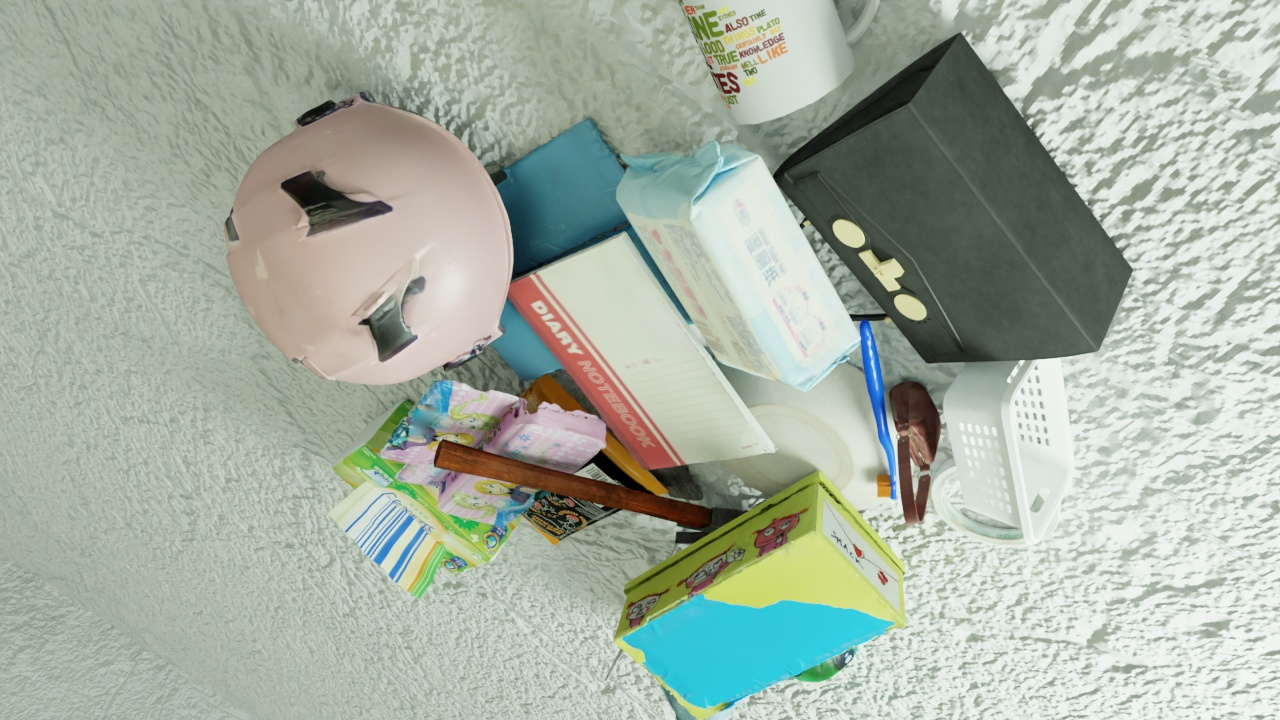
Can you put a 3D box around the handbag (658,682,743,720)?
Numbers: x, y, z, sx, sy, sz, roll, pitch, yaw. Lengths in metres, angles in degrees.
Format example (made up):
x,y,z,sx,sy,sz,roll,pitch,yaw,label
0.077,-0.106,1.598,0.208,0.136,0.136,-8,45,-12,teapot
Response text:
x,y,z,sx,sy,sz,roll,pitch,yaw,label
0.060,0.292,0.948,0.119,0.121,0.192,27,144,42,handbag

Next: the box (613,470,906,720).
x,y,z,sx,sy,sz,roll,pitch,yaw,label
0.095,0.201,0.765,0.124,0.080,0.222,45,121,-13,box

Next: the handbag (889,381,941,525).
x,y,z,sx,sy,sz,roll,pitch,yaw,label
0.190,0.069,0.636,0.029,0.119,0.055,-19,118,29,handbag

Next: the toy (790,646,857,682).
x,y,z,sx,sy,sz,roll,pitch,yaw,label
0.164,0.251,0.875,0.130,0.072,0.194,-9,133,-5,toy

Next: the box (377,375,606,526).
x,y,z,sx,sy,sz,roll,pitch,yaw,label
-0.151,0.090,0.849,0.159,0.035,0.231,19,145,-23,box

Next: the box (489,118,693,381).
x,y,z,sx,sy,sz,roll,pitch,yaw,label
-0.071,-0.075,0.737,0.232,0.033,0.174,-19,117,44,box

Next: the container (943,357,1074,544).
x,y,z,sx,sy,sz,roll,pitch,yaw,label
0.246,0.050,0.615,0.050,0.080,0.129,9,133,43,container

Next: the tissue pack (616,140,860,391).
x,y,z,sx,sy,sz,roll,pitch,yaw,label
0.062,-0.067,0.608,0.182,0.070,0.112,57,166,-24,tissue pack

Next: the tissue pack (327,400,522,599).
x,y,z,sx,sy,sz,roll,pitch,yaw,label
-0.249,0.165,1.004,0.197,0.141,0.121,42,139,-9,tissue pack

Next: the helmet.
x,y,z,sx,sy,sz,roll,pitch,yaw,label
-0.224,-0.083,0.721,0.256,0.152,0.230,-7,111,40,helmet

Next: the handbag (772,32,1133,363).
x,y,z,sx,sy,sz,roll,pitch,yaw,label
0.161,-0.072,0.578,0.176,0.072,0.196,47,149,-14,handbag

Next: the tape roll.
x,y,z,sx,sy,sz,roll,pitch,yaw,label
0.271,0.107,0.703,0.093,0.013,0.093,19,138,18,tape roll

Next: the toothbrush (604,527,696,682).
x,y,z,sx,sy,sz,roll,pitch,yaw,label
0.013,0.221,0.856,0.010,0.181,0.010,43,145,-16,toothbrush

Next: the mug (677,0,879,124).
x,y,z,sx,sy,sz,roll,pitch,yaw,label
0.079,-0.194,0.498,0.105,0.073,0.089,-22,118,16,mug

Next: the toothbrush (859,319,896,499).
x,y,z,sx,sy,sz,roll,pitch,yaw,label
0.171,0.041,0.667,0.018,0.016,0.183,-7,130,16,toothbrush

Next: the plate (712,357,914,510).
x,y,z,sx,sy,sz,roll,pitch,yaw,label
0.125,0.066,0.748,0.189,0.027,0.189,18,137,18,plate

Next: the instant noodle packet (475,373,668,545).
x,y,z,sx,sy,sz,roll,pitch,yaw,label
-0.092,0.108,0.928,0.160,0.032,0.221,45,139,-9,instant noodle packet

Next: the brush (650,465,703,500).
x,y,z,sx,sy,sz,roll,pitch,yaw,label
0.008,0.075,0.845,0.039,0.012,0.151,-11,123,40,brush

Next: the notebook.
x,y,z,sx,sy,sz,roll,pitch,yaw,label
-0.004,0.004,0.726,0.153,0.012,0.209,-16,118,46,notebook

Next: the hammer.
x,y,z,sx,sy,sz,roll,pitch,yaw,label
-0.034,0.118,0.814,0.300,0.028,0.111,16,154,-15,hammer
